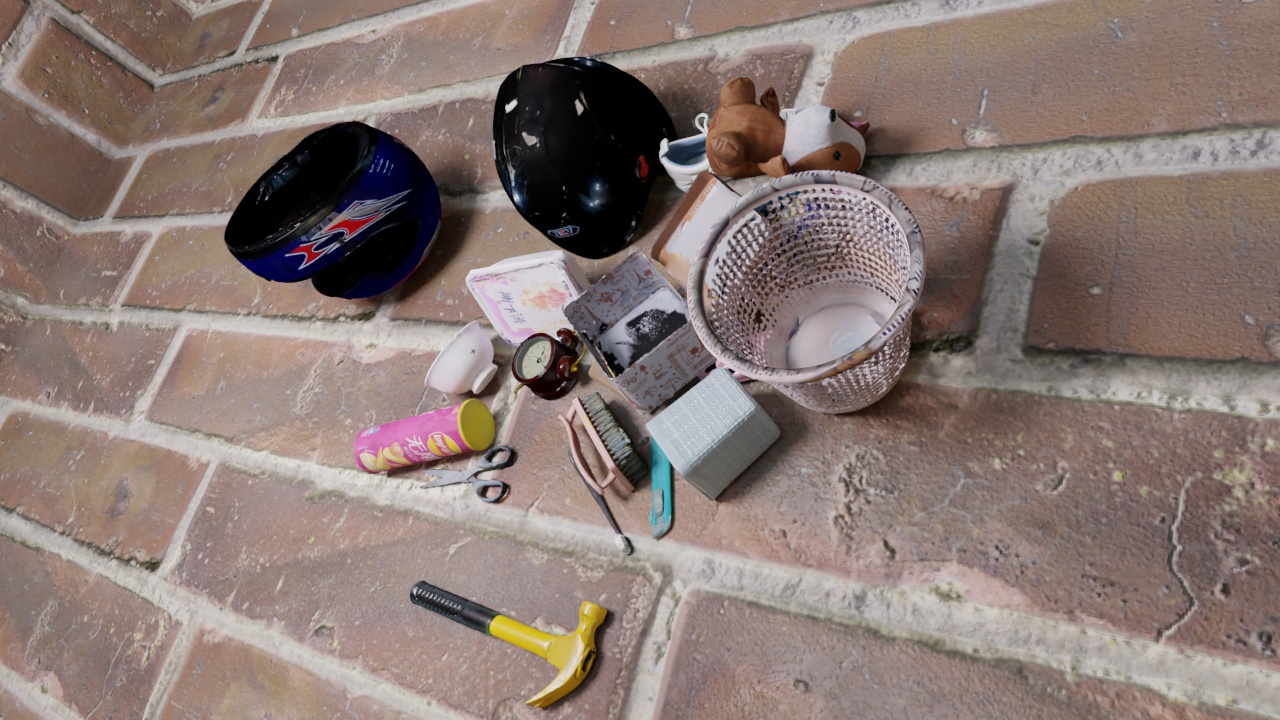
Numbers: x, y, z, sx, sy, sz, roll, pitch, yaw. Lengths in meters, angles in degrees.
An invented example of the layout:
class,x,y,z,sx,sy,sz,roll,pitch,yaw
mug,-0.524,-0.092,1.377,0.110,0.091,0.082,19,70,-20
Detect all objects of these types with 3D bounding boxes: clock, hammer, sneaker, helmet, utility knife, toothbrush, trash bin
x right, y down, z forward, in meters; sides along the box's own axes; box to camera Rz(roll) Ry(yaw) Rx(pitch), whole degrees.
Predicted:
class,x,y,z,sx,sy,sz,roll,pitch,yaw
clock,-0.118,0.002,1.233,0.122,0.055,0.082,-23,53,27
hammer,-0.175,0.321,1.109,0.301,0.033,0.128,8,69,39
sneaker,0.135,-0.290,1.192,0.243,0.090,0.089,-12,60,30
helmet,-0.093,-0.287,1.278,0.234,0.229,0.274,-5,82,36
utility knife,0.023,0.137,1.083,0.029,0.013,0.151,-16,57,25
toothbrush,-0.053,0.166,1.121,0.016,0.018,0.181,-44,46,11
helmet,-0.470,-0.216,1.481,0.315,0.240,0.247,-42,48,-5
trash bin,0.185,-0.047,0.934,0.228,0.192,0.227,-11,62,21

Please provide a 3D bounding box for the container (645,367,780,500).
class,x,y,z,sx,sy,sz,roll,pitch,yaw
container,0.084,0.078,1.023,0.111,0.090,0.090,-42,48,5

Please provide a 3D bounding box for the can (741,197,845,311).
class,x,y,z,sx,sy,sz,roll,pitch,yaw
can,0.174,-0.125,1.081,0.148,0.074,0.049,-47,51,3

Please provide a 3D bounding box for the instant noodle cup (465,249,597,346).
class,x,y,z,sx,sy,sz,roll,pitch,yaw
instant noodle cup,-0.138,-0.091,1.261,0.174,0.138,0.060,-4,40,35

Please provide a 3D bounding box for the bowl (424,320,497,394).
class,x,y,z,sx,sy,sz,roll,pitch,yaw
bowl,-0.243,0.009,1.305,0.065,0.118,0.118,37,89,3

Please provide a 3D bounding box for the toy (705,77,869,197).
class,x,y,z,sx,sy,sz,roll,pitch,yaw
toy,0.180,-0.261,1.082,0.131,0.199,0.140,127,156,-66

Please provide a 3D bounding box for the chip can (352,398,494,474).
class,x,y,z,sx,sy,sz,roll,pitch,yaw
chip can,-0.309,0.110,1.300,0.211,0.071,0.071,-15,57,29

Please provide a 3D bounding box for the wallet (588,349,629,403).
class,x,y,z,sx,sy,sz,roll,pitch,yaw
wallet,-0.007,0.007,1.168,0.115,0.033,0.090,32,87,46

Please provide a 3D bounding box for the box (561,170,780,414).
class,x,y,z,sx,sy,sz,roll,pitch,yaw
box,0.044,-0.086,1.095,0.260,0.105,0.178,-40,41,3

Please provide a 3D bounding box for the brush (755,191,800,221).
class,x,y,z,sx,sy,sz,roll,pitch,yaw
brush,0.143,-0.156,1.121,0.144,0.073,0.055,-49,41,3

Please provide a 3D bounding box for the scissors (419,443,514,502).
class,x,y,z,sx,sy,sz,roll,pitch,yaw
scissors,-0.241,0.164,1.260,0.168,0.014,0.156,-42,47,10

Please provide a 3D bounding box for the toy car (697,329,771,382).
class,x,y,z,sx,sy,sz,roll,pitch,yaw
toy car,0.121,-0.003,1.076,0.123,0.037,0.056,-17,58,26

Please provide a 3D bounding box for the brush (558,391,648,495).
class,x,y,z,sx,sy,sz,roll,pitch,yaw
brush,-0.053,0.097,1.126,0.073,0.063,0.145,-36,48,1
